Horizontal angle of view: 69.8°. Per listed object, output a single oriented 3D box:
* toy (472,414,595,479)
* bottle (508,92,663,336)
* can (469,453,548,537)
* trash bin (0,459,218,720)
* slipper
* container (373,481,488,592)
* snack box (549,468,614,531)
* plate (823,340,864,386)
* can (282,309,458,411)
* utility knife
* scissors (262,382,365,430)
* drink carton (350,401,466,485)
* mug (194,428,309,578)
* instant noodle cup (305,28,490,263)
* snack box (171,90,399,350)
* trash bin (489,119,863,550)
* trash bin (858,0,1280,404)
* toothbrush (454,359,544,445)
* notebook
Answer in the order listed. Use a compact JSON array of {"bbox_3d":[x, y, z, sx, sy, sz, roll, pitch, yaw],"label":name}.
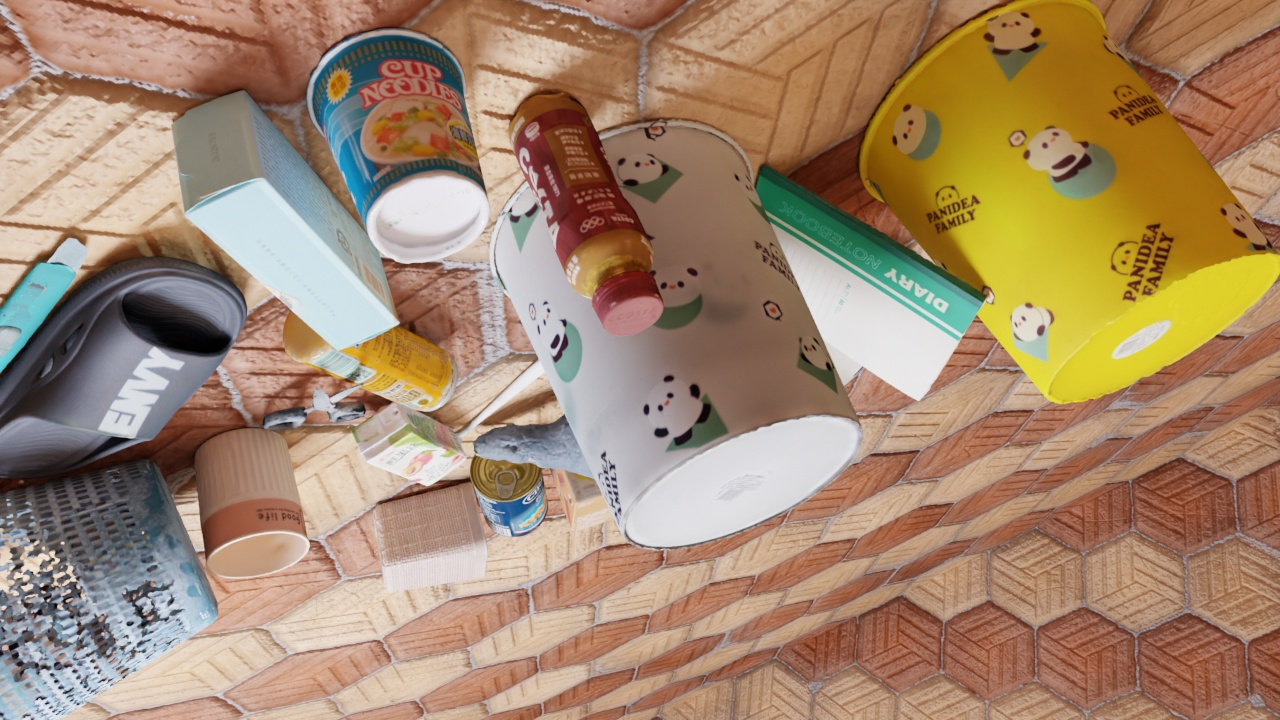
[{"bbox_3d":[0.011,0.073,0.927,0.356,0.091,0.138,-2,159,-10],"label":"toy"},{"bbox_3d":[-0.034,-0.095,0.590,0.057,0.174,0.058,-18,151,-11],"label":"bottle"},{"bbox_3d":[-0.141,0.140,1.002,0.075,0.075,0.111,-17,151,-12],"label":"can"},{"bbox_3d":[-0.460,0.182,0.731,0.194,0.226,0.227,-24,154,-28],"label":"trash bin"},{"bbox_3d":[-0.376,0.030,0.648,0.269,0.083,0.110,-34,151,20],"label":"slipper"},{"bbox_3d":[-0.235,0.199,1.023,0.110,0.089,0.090,-9,148,-18],"label":"container"},{"bbox_3d":[-0.046,0.122,1.021,0.092,0.094,0.077,-15,150,-16],"label":"snack box"},{"bbox_3d":[0.202,-0.030,0.971,0.192,0.039,0.193,-30,146,-23],"label":"plate"},{"bbox_3d":[-0.211,-0.005,0.731,0.058,0.058,0.146,-32,150,14],"label":"can"},{"bbox_3d":[-0.409,-0.025,0.599,0.175,0.013,0.029,-38,148,24],"label":"utility knife"},{"bbox_3d":[-0.262,0.039,0.747,0.163,0.014,0.165,-12,173,14],"label":"scissors"},{"bbox_3d":[-0.216,0.078,0.866,0.053,0.045,0.122,-33,158,2],"label":"drink carton"},{"bbox_3d":[-0.337,0.130,0.812,0.081,0.105,0.114,-24,151,0],"label":"mug"},{"bbox_3d":[-0.136,-0.120,0.542,0.099,0.110,0.099,-19,151,-11],"label":"instant noodle cup"},{"bbox_3d":[-0.219,-0.081,0.583,0.051,0.074,0.175,-25,151,0],"label":"snack box"},{"bbox_3d":[0.030,-0.011,0.696,0.229,0.251,0.230,-17,149,-11],"label":"trash bin"},{"bbox_3d":[0.340,-0.119,0.740,0.229,0.255,0.230,-18,151,-11],"label":"trash bin"},{"bbox_3d":[-0.138,0.043,0.905,0.180,0.016,0.016,-40,139,25],"label":"toothbrush"},{"bbox_3d":[0.176,-0.064,0.787,0.012,0.209,0.151,-45,161,-28],"label":"notebook"}]
